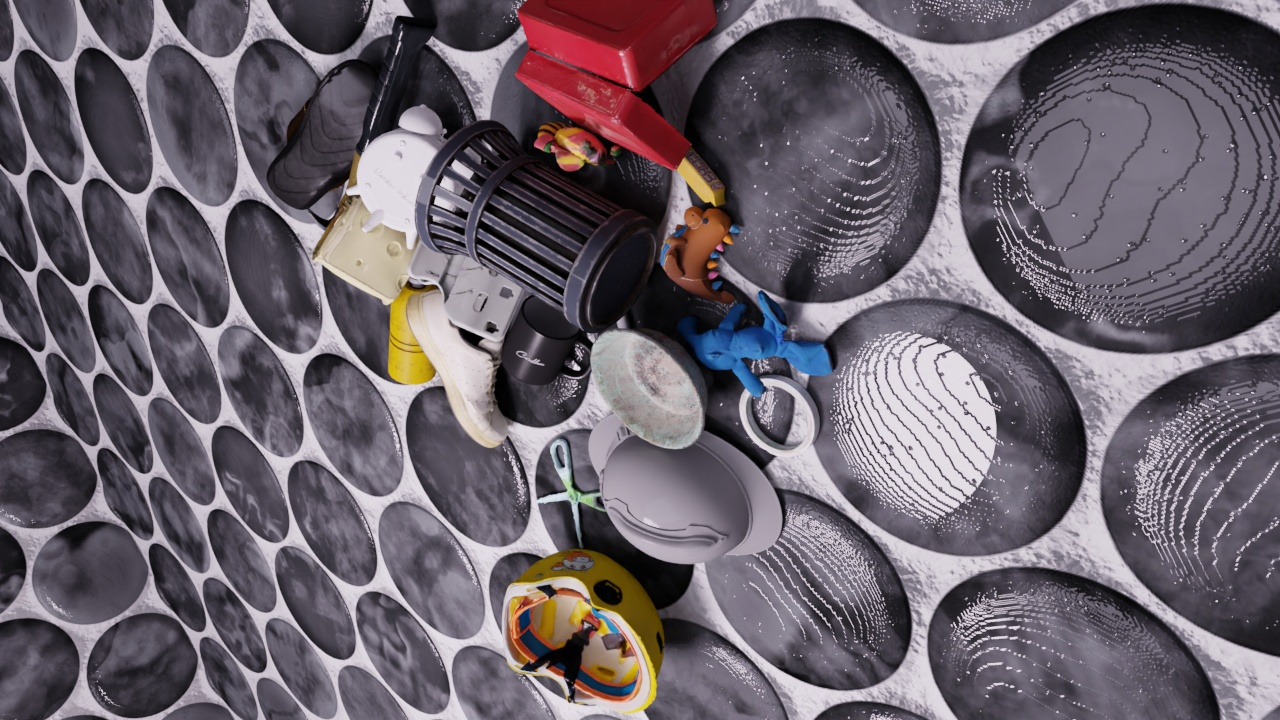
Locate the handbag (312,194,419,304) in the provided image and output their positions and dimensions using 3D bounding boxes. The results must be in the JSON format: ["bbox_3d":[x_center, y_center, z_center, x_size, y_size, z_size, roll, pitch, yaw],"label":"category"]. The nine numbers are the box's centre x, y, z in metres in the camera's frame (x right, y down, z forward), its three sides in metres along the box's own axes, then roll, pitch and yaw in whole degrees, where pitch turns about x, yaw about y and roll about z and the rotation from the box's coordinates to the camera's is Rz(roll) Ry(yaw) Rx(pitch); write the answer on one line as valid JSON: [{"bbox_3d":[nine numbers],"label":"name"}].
[{"bbox_3d":[-0.362,-0.151,1.225,0.119,0.111,0.081,32,-179,-26],"label":"handbag"}]

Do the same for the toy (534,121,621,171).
[{"bbox_3d":[-0.072,-0.231,0.985,0.103,0.084,0.046,40,129,47],"label":"toy"}]

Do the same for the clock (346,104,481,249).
[{"bbox_3d":[-0.284,-0.225,1.138,0.125,0.072,0.161,43,110,-11],"label":"clock"}]

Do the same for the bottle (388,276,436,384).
[{"bbox_3d":[-0.317,-0.051,1.294,0.071,0.070,0.164,33,130,24],"label":"bottle"}]

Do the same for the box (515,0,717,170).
[{"bbox_3d":[-0.017,-0.304,0.881,0.157,0.153,0.168,33,101,31],"label":"box"}]

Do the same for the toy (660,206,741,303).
[{"bbox_3d":[0.074,-0.109,0.961,0.103,0.070,0.090,37,121,-9],"label":"toy"}]

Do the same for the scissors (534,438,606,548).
[{"bbox_3d":[-0.093,0.182,1.265,0.172,0.022,0.174,-13,107,41],"label":"scissors"}]

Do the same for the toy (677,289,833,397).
[{"bbox_3d":[0.104,-0.025,0.956,0.177,0.070,0.113,1,123,40],"label":"toy"}]

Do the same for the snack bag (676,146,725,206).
[{"bbox_3d":[0.052,-0.198,0.939,0.099,0.026,0.020,52,134,9],"label":"snack bag"}]

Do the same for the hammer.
[{"bbox_3d":[-0.344,-0.290,1.185,0.025,0.117,0.334,53,130,26],"label":"hammer"}]

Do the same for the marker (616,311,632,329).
[{"bbox_3d":[-0.007,0.006,1.098,0.016,0.016,0.140,-1,110,41],"label":"marker"}]

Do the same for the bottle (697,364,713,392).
[{"bbox_3d":[0.032,0.006,1.050,0.110,0.036,0.036,26,126,29],"label":"bottle"}]

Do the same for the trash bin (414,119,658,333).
[{"bbox_3d":[-0.108,-0.142,1.015,0.227,0.163,0.165,32,128,20],"label":"trash bin"}]

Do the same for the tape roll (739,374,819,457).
[{"bbox_3d":[0.150,0.060,0.993,0.093,0.013,0.093,19,123,33],"label":"tape roll"}]

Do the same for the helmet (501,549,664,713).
[{"bbox_3d":[-0.059,0.348,1.234,0.240,0.139,0.210,22,125,16],"label":"helmet"}]

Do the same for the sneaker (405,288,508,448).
[{"bbox_3d":[-0.220,0.003,1.241,0.102,0.088,0.242,-19,116,11],"label":"sneaker"}]

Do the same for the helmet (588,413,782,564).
[{"bbox_3d":[0.021,0.171,1.076,0.271,0.117,0.184,18,126,27],"label":"helmet"}]

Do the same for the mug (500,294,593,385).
[{"bbox_3d":[-0.108,-0.017,1.139,0.113,0.078,0.088,27,131,-5],"label":"mug"}]

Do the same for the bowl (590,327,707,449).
[{"bbox_3d":[0.016,0.024,1.015,0.157,0.038,0.158,28,139,27],"label":"bowl"}]

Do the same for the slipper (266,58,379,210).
[{"bbox_3d":[-0.424,-0.309,1.258,0.113,0.075,0.269,41,126,-16],"label":"slipper"}]

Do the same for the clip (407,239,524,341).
[{"bbox_3d":[-0.214,-0.104,1.146,0.143,0.073,0.124,22,84,5],"label":"clip"}]
